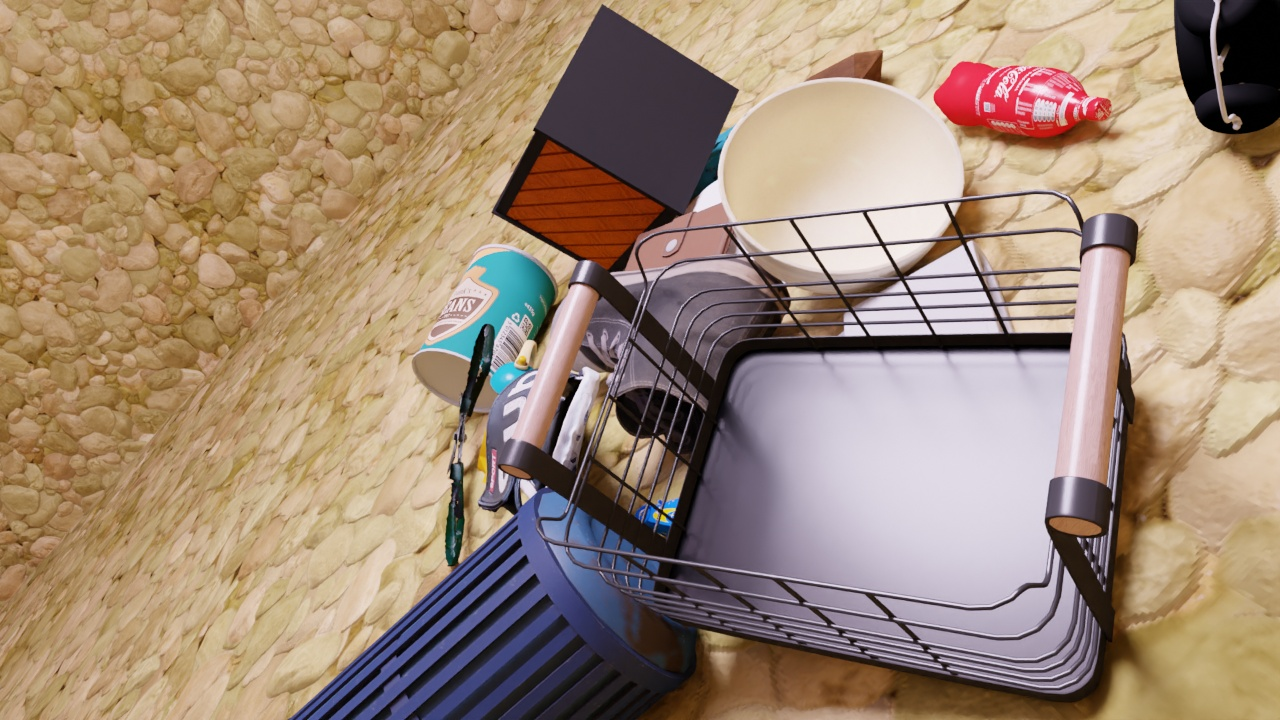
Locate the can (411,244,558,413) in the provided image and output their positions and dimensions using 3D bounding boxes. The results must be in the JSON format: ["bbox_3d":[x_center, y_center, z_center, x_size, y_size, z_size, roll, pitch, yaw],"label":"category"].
[{"bbox_3d":[-0.157,-0.033,0.943,0.099,0.099,0.143,-19,39,45],"label":"can"}]

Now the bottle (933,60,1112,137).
[{"bbox_3d":[0.242,-0.166,0.584,0.042,0.042,0.141,-47,27,2],"label":"bottle"}]

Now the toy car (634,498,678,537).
[{"bbox_3d":[0.040,0.082,0.563,0.092,0.033,0.061,-2,59,55],"label":"toy car"}]

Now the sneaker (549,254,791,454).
[{"bbox_3d":[-0.004,0.004,0.682,0.235,0.095,0.119,-4,50,46],"label":"sneaker"}]

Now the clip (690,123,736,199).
[{"bbox_3d":[0.086,-0.217,0.907,0.130,0.030,0.120,-38,24,20],"label":"clip"}]

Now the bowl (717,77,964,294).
[{"bbox_3d":[0.127,-0.103,0.602,0.151,0.075,0.150,-3,65,6],"label":"bowl"}]

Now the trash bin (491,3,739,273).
[{"bbox_3d":[-0.028,-0.191,0.847,0.139,0.139,0.172,-66,13,-22],"label":"trash bin"}]

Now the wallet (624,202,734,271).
[{"bbox_3d":[0.026,-0.082,0.732,0.121,0.013,0.087,-14,49,48],"label":"wallet"}]

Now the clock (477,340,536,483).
[{"bbox_3d":[-0.112,0.045,0.796,0.099,0.043,0.129,120,166,-82],"label":"clock"}]

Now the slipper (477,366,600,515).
[{"bbox_3d":[-0.077,0.054,0.648,0.264,0.063,0.111,163,125,-83],"label":"slipper"}]

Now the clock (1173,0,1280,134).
[{"bbox_3d":[0.295,-0.164,0.450,0.043,0.091,0.120,2,41,45],"label":"clock"}]

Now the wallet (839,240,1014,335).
[{"bbox_3d":[0.147,-0.002,0.515,0.116,0.037,0.118,-32,28,29],"label":"wallet"}]

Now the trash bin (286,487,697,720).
[{"bbox_3d":[-0.093,0.191,0.511,0.250,0.139,0.139,-42,27,8],"label":"trash bin"}]

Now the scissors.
[{"bbox_3d":[-0.154,0.064,0.814,0.201,0.015,0.206,-105,29,-51],"label":"scissors"}]

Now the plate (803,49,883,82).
[{"bbox_3d":[0.151,-0.215,0.782,0.131,0.025,0.131,-33,20,13],"label":"plate"}]

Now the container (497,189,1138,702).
[{"bbox_3d":[0.081,0.031,0.392,0.242,0.130,0.162,0,60,37],"label":"container"}]

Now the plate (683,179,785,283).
[{"bbox_3d":[0.070,-0.105,0.748,0.174,0.036,0.173,-35,35,29],"label":"plate"}]
